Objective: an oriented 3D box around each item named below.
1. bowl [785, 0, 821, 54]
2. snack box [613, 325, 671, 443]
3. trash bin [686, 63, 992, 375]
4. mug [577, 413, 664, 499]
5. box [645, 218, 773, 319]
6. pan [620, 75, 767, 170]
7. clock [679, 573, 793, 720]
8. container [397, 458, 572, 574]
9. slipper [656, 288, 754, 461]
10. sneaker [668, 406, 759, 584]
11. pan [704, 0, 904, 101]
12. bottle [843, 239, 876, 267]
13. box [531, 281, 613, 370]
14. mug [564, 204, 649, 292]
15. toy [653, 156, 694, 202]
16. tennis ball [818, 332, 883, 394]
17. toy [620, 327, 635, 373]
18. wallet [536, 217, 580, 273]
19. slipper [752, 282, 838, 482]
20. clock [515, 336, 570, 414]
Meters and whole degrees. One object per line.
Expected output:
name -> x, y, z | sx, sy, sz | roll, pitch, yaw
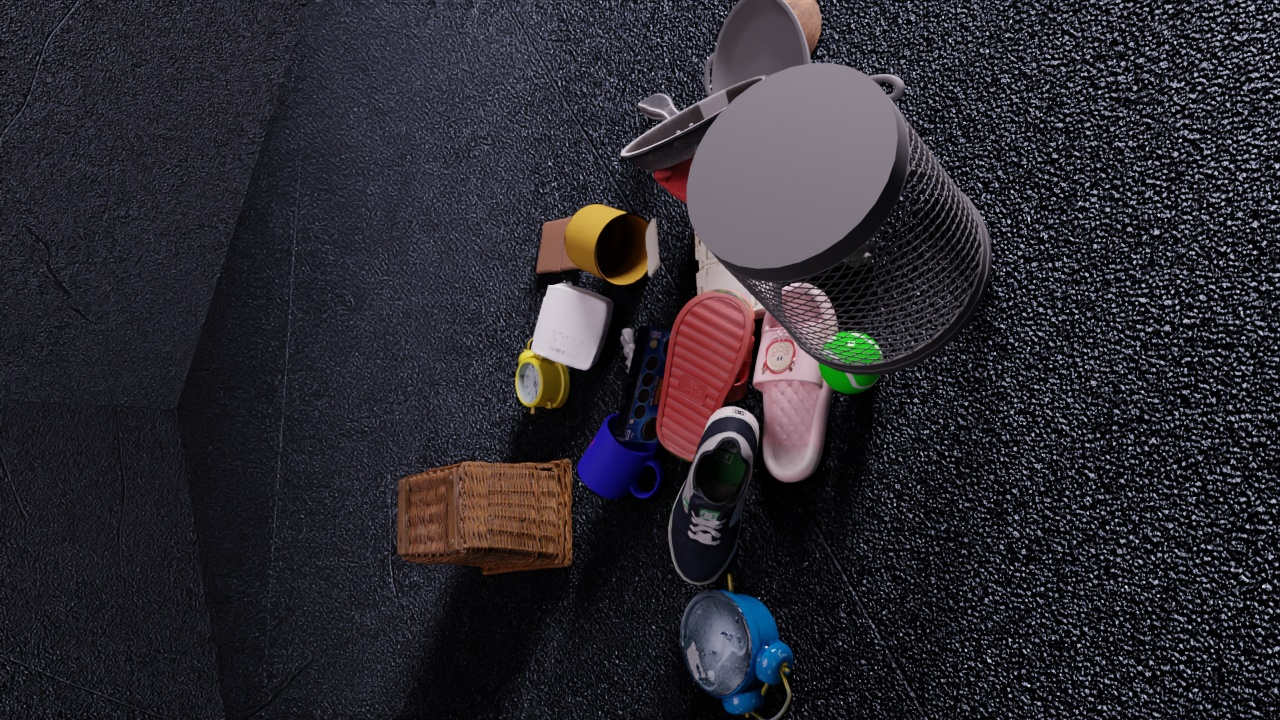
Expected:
bowl -> 0.165, -0.390, 1.106 | 0.114, 0.026, 0.102 | -39, 56, 41
snack box -> 0.019, 0.033, 1.180 | 0.027, 0.082, 0.150 | 25, 105, 48
trash bin -> 0.180, -0.125, 0.839 | 0.218, 0.227, 0.217 | -14, 64, 30
mug -> -0.019, 0.138, 1.224 | 0.111, 0.079, 0.084 | 40, 119, 15
box -> 0.069, -0.116, 1.112 | 0.187, 0.070, 0.143 | -9, 77, 34
pan -> 0.047, -0.300, 1.139 | 0.055, 0.187, 0.356 | 61, 179, -18
clock -> 0.111, 0.334, 1.040 | 0.117, 0.060, 0.161 | -57, 47, 27
container -> -0.246, 0.237, 1.394 | 0.251, 0.183, 0.162 | -20, 68, 48
slipper -> 0.081, 0.013, 1.111 | 0.103, 0.059, 0.249 | 33, 129, 21
sneaker -> 0.078, 0.171, 1.047 | 0.078, 0.084, 0.236 | -62, -14, -62
pan -> 0.176, -0.315, 1.037 | 0.355, 0.024, 0.217 | 32, 127, 56
bottle -> 0.211, -0.145, 1.002 | 0.040, 0.040, 0.130 | -60, 44, 26
box -> -0.101, -0.059, 1.361 | 0.121, 0.136, 0.109 | 18, 100, 8
mug -> -0.041, -0.153, 1.280 | 0.094, 0.100, 0.124 | 29, 147, 51
toy -> 0.063, -0.244, 1.124 | 0.088, 0.132, 0.094 | 35, 118, 35
tennis ball -> 0.218, 0.002, 0.951 | 0.065, 0.065, 0.065 | -11, 76, 50
toy -> -0.007, 0.007, 1.257 | 0.049, 0.030, 0.111 | 104, 154, -57
wallet -> -0.122, -0.181, 1.441 | 0.121, 0.013, 0.087 | 1, 81, 51
slipper -> 0.166, 0.024, 1.021 | 0.107, 0.055, 0.221 | -1, 85, 53
clock -> -0.152, 0.021, 1.411 | 0.083, 0.057, 0.118 | -17, 78, 49
